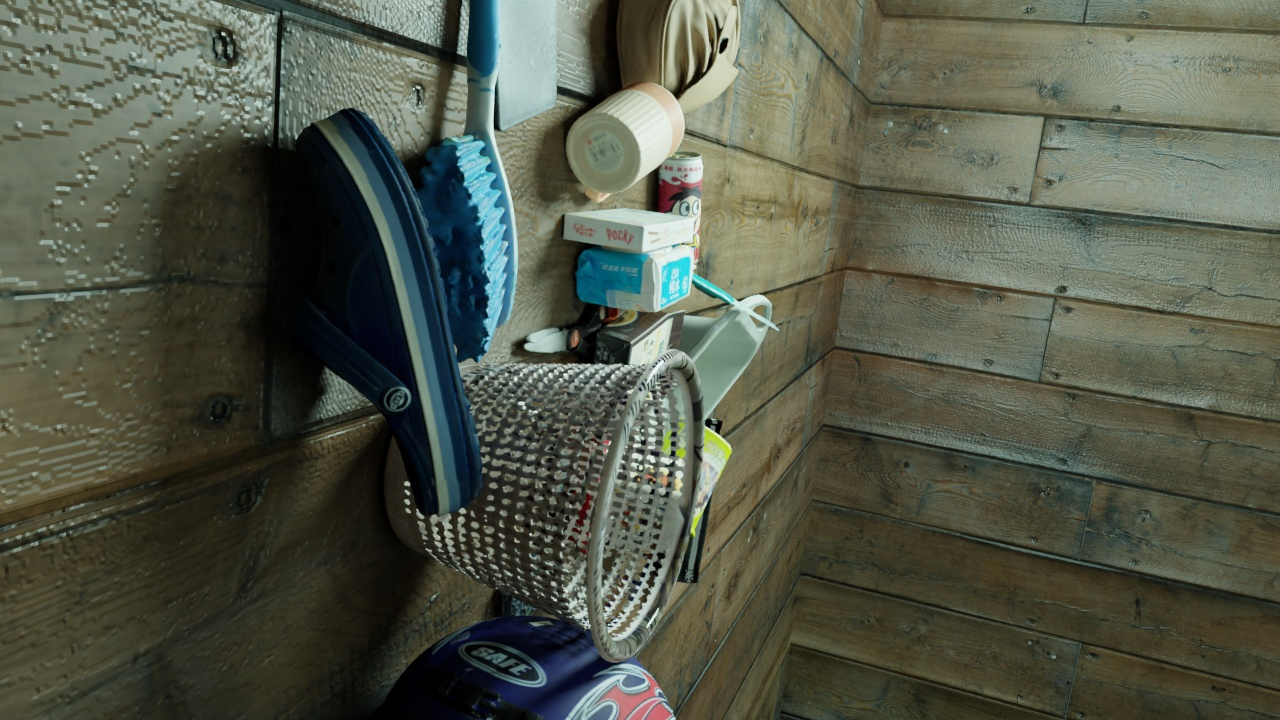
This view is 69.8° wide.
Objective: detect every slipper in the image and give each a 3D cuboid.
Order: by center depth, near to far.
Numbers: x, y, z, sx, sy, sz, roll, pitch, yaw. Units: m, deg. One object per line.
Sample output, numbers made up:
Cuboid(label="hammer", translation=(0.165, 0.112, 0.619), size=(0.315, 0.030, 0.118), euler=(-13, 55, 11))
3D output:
Cuboid(label="slipper", translation=(-0.164, -0.019, 0.554), size=(0.095, 0.105, 0.253), euler=(-19, 110, -21))

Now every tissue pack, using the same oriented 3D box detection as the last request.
Cuboid(label="tissue pack", translation=(-0.003, -0.094, 0.965), size=(0.139, 0.090, 0.063), euler=(-31, 128, -65))

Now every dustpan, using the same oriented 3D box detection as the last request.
Cuboid(label="dustpan", translation=(0.077, 0.036, 1.184), size=(0.222, 0.143, 0.257), euler=(34, 66, -69))

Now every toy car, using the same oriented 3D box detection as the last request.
Cuboid(label="toy car", translation=(-0.107, 0.219, 0.912), size=(0.105, 0.031, 0.049), euler=(-37, 134, -61))

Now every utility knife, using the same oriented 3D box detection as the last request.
Cuboid(label="utility knife", translation=(0.075, -0.087, 1.081), size=(0.013, 0.219, 0.029), euler=(-55, -162, 22))

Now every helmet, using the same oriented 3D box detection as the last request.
Cuboid(label="helmet", translation=(-0.096, 0.312, 0.671), size=(0.315, 0.248, 0.240), euler=(32, 70, -62))

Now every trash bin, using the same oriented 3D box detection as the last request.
Cuboid(label="trash bin", translation=(-0.073, 0.090, 0.696), size=(0.227, 0.192, 0.227), euler=(10, 89, -70))

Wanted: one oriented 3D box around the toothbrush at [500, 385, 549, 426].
Cuboid(label="toothbrush", translation=(-0.109, 0.038, 0.841), size=(0.180, 0.016, 0.016), euler=(50, 50, -65))

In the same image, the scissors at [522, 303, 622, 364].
Cuboid(label="scissors", translation=(-0.065, -0.008, 0.934), size=(0.234, 0.022, 0.139), euler=(-49, 144, -57))

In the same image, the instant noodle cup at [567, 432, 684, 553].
Cuboid(label="instant noodle cup", translation=(-0.005, 0.147, 0.986), size=(0.116, 0.124, 0.117), euler=(-73, 173, -66))

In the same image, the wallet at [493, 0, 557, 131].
Cuboid(label="wallet", translation=(-0.096, -0.253, 0.735), size=(0.097, 0.019, 0.121), euler=(-47, 144, -55))

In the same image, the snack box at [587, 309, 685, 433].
Cuboid(label="snack box", translation=(-0.006, 0.006, 1.009), size=(0.125, 0.053, 0.113), euler=(-40, 145, -58))

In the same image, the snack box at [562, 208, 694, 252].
Cuboid(label="snack box", translation=(-0.008, -0.136, 0.937), size=(0.156, 0.085, 0.027), euler=(-29, 128, -66))

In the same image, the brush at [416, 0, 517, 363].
Cuboid(label="brush", translation=(-0.122, -0.162, 0.661), size=(0.109, 0.060, 0.315), euler=(-53, 145, -63))

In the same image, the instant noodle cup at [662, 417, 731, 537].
Cuboid(label="instant noodle cup", translation=(0.052, 0.142, 1.158), size=(0.123, 0.112, 0.112), euler=(-56, 155, -13))

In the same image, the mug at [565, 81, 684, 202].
Cuboid(label="mug", translation=(-0.021, -0.205, 0.895), size=(0.115, 0.081, 0.105), euler=(-57, 176, 38))

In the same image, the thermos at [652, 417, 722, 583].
Cuboid(label="thermos", translation=(0.073, 0.204, 1.375), size=(0.090, 0.068, 0.242), euler=(137, -36, -85))

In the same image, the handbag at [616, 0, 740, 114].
Cuboid(label="handbag", translation=(0.048, -0.334, 0.976), size=(0.203, 0.100, 0.148), euler=(-43, 142, -55))

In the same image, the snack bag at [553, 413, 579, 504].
Cuboid(label="snack bag", translation=(-0.077, 0.103, 0.951), size=(0.045, 0.026, 0.105), euler=(-11, 113, -77))

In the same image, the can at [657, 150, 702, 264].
Cuboid(label="can", translation=(0.047, -0.185, 1.118), size=(0.053, 0.053, 0.133), euler=(-44, 140, -59))
